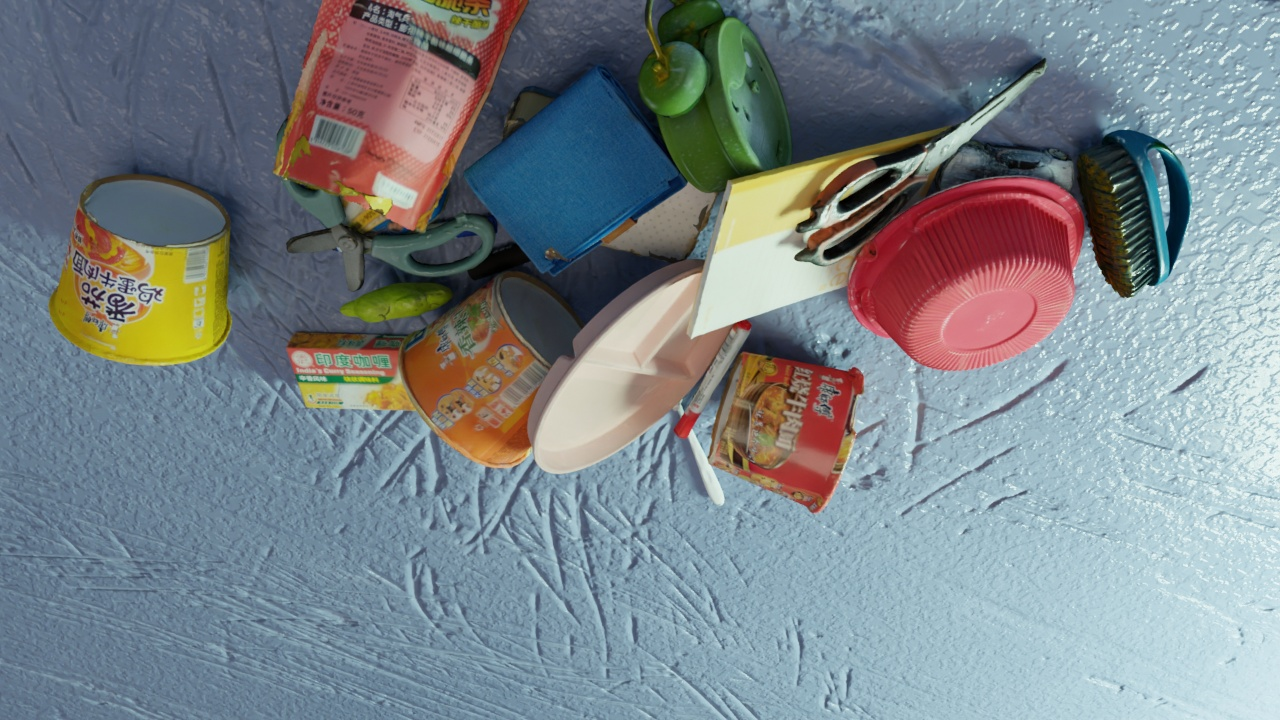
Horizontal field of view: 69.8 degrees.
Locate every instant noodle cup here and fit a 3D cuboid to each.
[{"bbox_3d":[0.268,-0.054,0.731,0.194,0.065,0.194,-6,142,-5],"label":"instant noodle cup"},{"bbox_3d":[-0.404,-0.080,0.756,0.138,0.137,0.110,19,122,-12],"label":"instant noodle cup"},{"bbox_3d":[-0.115,0.002,0.794,0.112,0.151,0.151,-39,118,22],"label":"instant noodle cup"},{"bbox_3d":[0.126,0.059,0.833,0.108,0.137,0.138,17,131,1],"label":"instant noodle cup"}]

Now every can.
[{"bbox_3d":[-0.217,-0.139,0.732,0.102,0.057,0.083,-18,129,19],"label":"can"}]

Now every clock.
[{"bbox_3d":[0.049,-0.184,0.634,0.056,0.115,0.161,-15,132,30],"label":"clock"}]

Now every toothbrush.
[{"bbox_3d":[0.057,0.092,0.937,0.016,0.016,0.180,-11,129,16],"label":"toothbrush"}]

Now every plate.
[{"bbox_3d":[-0.005,0.004,0.765,0.028,0.228,0.230,45,133,21],"label":"plate"}]

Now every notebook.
[{"bbox_3d":[0.134,-0.096,0.688,0.205,0.010,0.146,-18,144,-26],"label":"notebook"}]

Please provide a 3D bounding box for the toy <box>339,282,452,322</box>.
[{"bbox_3d":[-0.209,-0.051,0.790,0.096,0.100,0.031,-10,97,-15],"label":"toy"}]

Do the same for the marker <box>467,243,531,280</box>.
[{"bbox_3d":[-0.088,-0.095,0.783,0.132,0.020,0.022,-16,90,17],"label":"marker"}]

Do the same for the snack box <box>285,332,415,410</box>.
[{"bbox_3d":[-0.253,0.012,0.885,0.156,0.027,0.077,2,130,3],"label":"snack box"}]

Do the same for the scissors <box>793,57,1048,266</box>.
[{"bbox_3d":[0.201,-0.151,0.653,0.182,0.015,0.210,-2,134,-40],"label":"scissors"}]

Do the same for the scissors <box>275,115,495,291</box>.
[{"bbox_3d":[-0.199,-0.119,0.699,0.174,0.019,0.170,-1,136,4],"label":"scissors"}]

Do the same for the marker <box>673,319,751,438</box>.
[{"bbox_3d":[0.066,0.019,0.853,0.017,0.017,0.146,19,127,-11],"label":"marker"}]

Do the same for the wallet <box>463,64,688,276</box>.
[{"bbox_3d":[-0.045,-0.131,0.656,0.133,0.040,0.106,-31,112,26],"label":"wallet"}]

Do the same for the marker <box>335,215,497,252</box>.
[{"bbox_3d":[-0.194,-0.108,0.783,0.146,0.016,0.017,-5,130,9],"label":"marker"}]

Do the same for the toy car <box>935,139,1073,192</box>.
[{"bbox_3d":[0.282,-0.140,0.707,0.105,0.031,0.049,5,133,-2],"label":"toy car"}]

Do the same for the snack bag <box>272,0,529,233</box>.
[{"bbox_3d":[-0.161,-0.201,0.620,0.128,0.073,0.208,20,95,-17],"label":"snack bag"}]

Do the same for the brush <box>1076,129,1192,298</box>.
[{"bbox_3d":[0.384,-0.117,0.705,0.073,0.055,0.144,-30,124,6],"label":"brush"}]

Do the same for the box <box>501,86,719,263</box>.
[{"bbox_3d":[-0.021,-0.140,0.713,0.184,0.063,0.090,16,131,-12],"label":"box"}]
